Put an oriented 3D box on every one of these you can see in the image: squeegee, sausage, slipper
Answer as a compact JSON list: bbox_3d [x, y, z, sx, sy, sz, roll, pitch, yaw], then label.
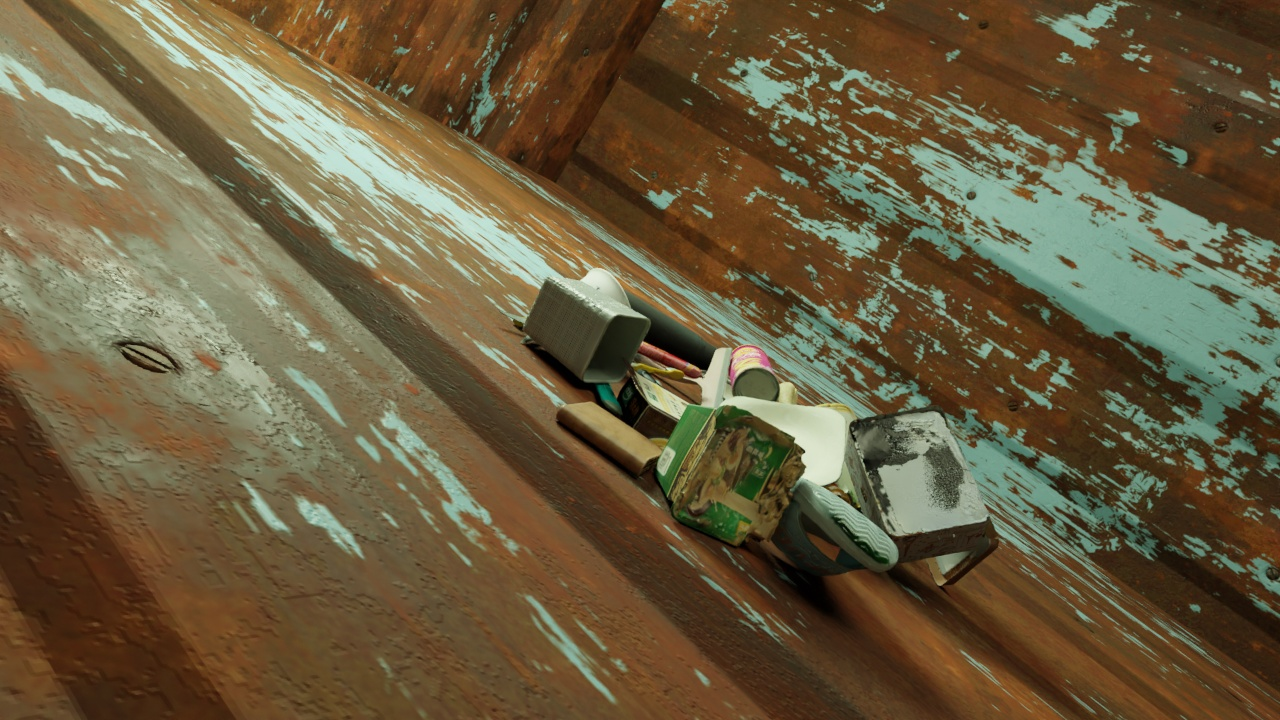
[{"bbox_3d":[0.011,-0.007,1.374,0.249,0.040,0.247,26,28,-2],"label":"squeegee"},{"bbox_3d":[0.023,-0.008,1.325,0.156,0.020,0.020,25,11,-4],"label":"sausage"},{"bbox_3d":[0.168,0.169,0.933,0.104,0.074,0.245,38,-7,-9],"label":"slipper"}]

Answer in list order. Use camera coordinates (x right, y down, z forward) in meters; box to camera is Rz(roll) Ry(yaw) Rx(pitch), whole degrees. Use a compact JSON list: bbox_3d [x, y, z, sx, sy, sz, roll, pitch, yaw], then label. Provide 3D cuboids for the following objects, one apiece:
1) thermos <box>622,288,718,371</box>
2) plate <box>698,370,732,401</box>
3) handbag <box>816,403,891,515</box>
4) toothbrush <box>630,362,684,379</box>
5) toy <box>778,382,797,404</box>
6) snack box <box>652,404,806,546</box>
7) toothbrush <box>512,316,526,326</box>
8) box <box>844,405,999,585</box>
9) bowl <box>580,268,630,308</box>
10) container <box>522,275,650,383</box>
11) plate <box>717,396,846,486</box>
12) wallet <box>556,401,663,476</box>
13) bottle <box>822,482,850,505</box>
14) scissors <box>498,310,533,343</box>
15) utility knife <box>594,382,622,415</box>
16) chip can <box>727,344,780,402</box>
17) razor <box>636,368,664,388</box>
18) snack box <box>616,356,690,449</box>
[{"bbox_3d":[0.021,-0.045,1.549,0.242,0.068,0.090,31,-22,-23],"label":"thermos"},{"bbox_3d":[0.172,0.095,1.397,0.162,0.034,0.265,26,13,-33],"label":"plate"},{"bbox_3d":[0.268,0.142,1.265,0.178,0.063,0.163,8,52,-55],"label":"handbag"},{"bbox_3d":[-0.007,0.007,1.252,0.191,0.016,0.018,11,16,-44],"label":"toothbrush"},{"bbox_3d":[0.261,0.099,1.510,0.157,0.066,0.105,-106,171,-48],"label":"toy"},{"bbox_3d":[0.076,0.102,0.892,0.117,0.118,0.106,29,-1,-26],"label":"snack box"},{"bbox_3d":[-0.130,-0.056,1.233,0.016,0.017,0.190,33,10,9],"label":"toothbrush"},{"bbox_3d":[0.356,0.185,1.196,0.193,0.156,0.182,86,-5,-51],"label":"box"},{"bbox_3d":[-0.070,-0.063,1.272,0.064,0.118,0.118,-22,45,-31],"label":"bowl"},{"bbox_3d":[-0.068,-0.040,1.091,0.114,0.090,0.090,35,15,28],"label":"container"},{"bbox_3d":[0.165,0.107,1.121,0.164,0.034,0.163,7,34,12],"label":"plate"},{"bbox_3d":[-0.026,0.075,0.930,0.101,0.020,0.115,34,7,11],"label":"wallet"},{"bbox_3d":[0.188,0.142,1.154,0.057,0.057,0.175,24,14,-41],"label":"bottle"},{"bbox_3d":[-0.115,-0.041,1.169,0.175,0.014,0.159,37,21,-30],"label":"scissors"},{"bbox_3d":[-0.041,0.037,1.082,0.029,0.013,0.157,33,7,-15],"label":"utility knife"},{"bbox_3d":[0.171,0.025,1.413,0.071,0.071,0.210,33,10,-2],"label":"chip can"},{"bbox_3d":[0.049,0.059,1.225,0.143,0.022,0.042,38,42,15],"label":"razor"},{"bbox_3d":[0.025,0.062,1.048,0.125,0.053,0.113,29,11,-17],"label":"snack box"}]
